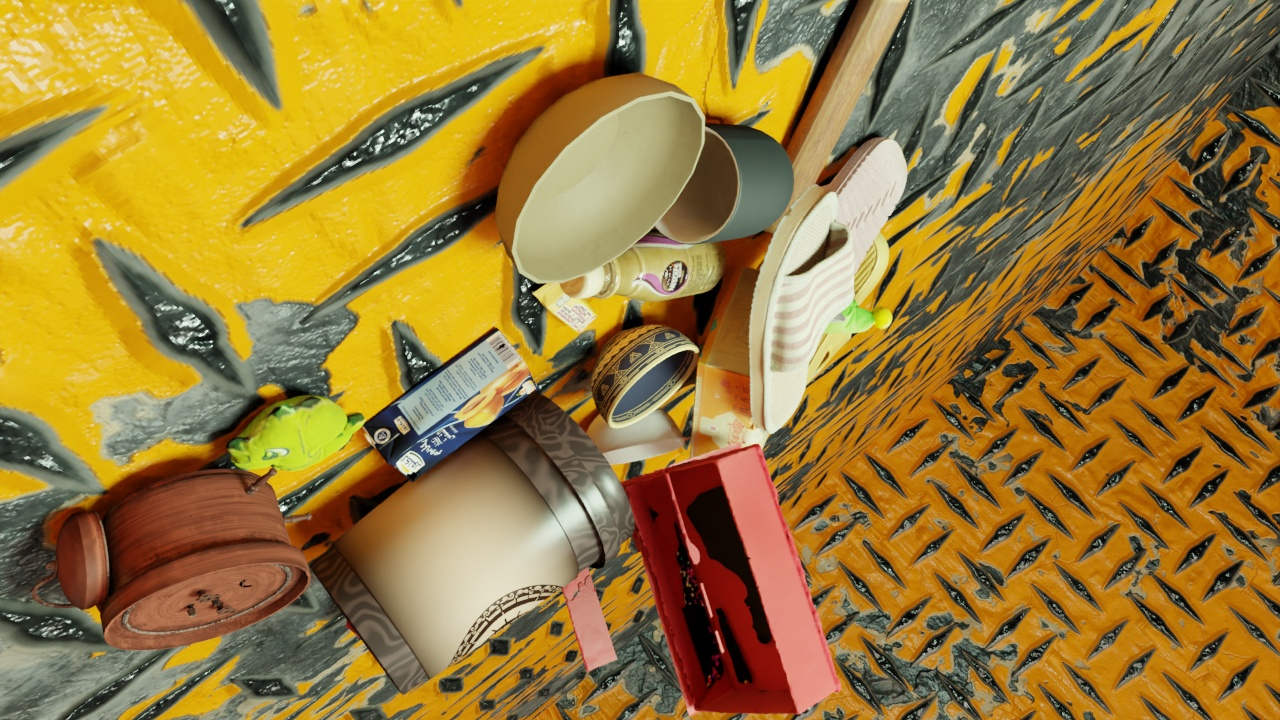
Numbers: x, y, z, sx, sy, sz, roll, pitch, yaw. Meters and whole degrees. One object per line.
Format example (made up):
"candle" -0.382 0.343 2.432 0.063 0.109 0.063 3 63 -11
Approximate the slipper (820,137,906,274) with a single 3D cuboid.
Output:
"slipper" 0.182 -0.128 0.917 0.239 0.064 0.094 -54 129 -17

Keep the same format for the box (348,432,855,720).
"box" -0.026 0.207 0.725 0.350 0.217 0.198 -12 172 -35

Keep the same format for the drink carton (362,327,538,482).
"drink carton" -0.148 0.037 0.723 0.130 0.040 0.064 -38 159 -9

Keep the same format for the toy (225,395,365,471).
"toy" -0.228 0.051 0.614 0.094 0.036 0.094 -25 164 -32

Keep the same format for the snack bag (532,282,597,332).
"snack bag" -0.059 -0.044 0.745 0.026 0.020 0.099 -41 160 2

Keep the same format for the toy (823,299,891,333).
"toy" 0.200 -0.070 1.003 0.097 0.131 0.124 -36 160 -1

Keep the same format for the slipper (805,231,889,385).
"slipper" 0.209 -0.054 1.111 0.078 0.099 0.264 -16 144 -54

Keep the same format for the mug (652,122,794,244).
"mug" 0.047 -0.127 0.693 0.122 0.085 0.094 -21 177 38

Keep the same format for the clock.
"clock" -0.291 0.128 0.573 0.157 0.072 0.121 -20 155 -14

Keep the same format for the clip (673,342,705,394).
"clip" 0.059 -0.002 1.041 0.162 0.028 0.113 -15 149 -53

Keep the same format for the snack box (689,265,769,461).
"snack box" 0.112 0.023 0.975 0.196 0.081 0.144 90 19 -50

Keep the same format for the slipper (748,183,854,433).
"slipper" 0.144 -0.031 0.805 0.114 0.052 0.263 -44 149 -33

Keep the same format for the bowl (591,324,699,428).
"bowl" -0.005 0.005 0.887 0.112 0.061 0.113 -36 160 -16

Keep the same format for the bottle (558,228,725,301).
"bottle" 0.001 -0.075 0.734 0.165 0.059 0.060 -15 148 -49

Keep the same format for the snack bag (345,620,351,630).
"snack bag" -0.234 0.219 0.892 0.082 0.082 0.177 -22 153 -43

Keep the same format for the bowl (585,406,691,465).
"bowl" -0.012 0.079 1.014 0.114 0.050 0.115 -11 166 -3

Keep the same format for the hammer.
"hammer" 0.156 -0.215 0.756 0.157 0.037 0.302 -28 156 -32

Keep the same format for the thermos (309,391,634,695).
"thermos" -0.142 0.153 0.771 0.225 0.172 0.173 -36 160 -23

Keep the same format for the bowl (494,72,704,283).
"bowl" -0.033 -0.122 0.583 0.152 0.050 0.152 -35 160 -16
